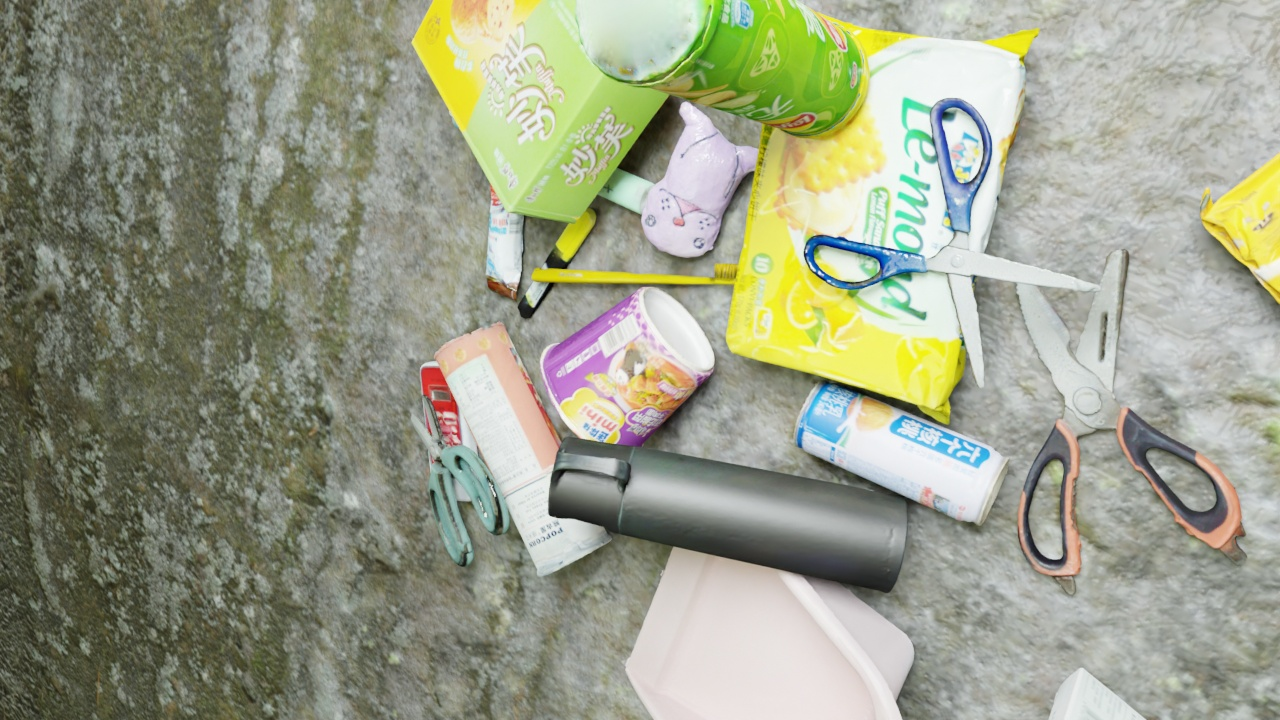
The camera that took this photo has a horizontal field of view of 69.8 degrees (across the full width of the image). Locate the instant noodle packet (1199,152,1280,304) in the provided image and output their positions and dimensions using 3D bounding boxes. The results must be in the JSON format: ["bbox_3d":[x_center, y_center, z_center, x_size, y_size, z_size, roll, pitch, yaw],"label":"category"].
[{"bbox_3d":[0.377,-0.083,0.471,0.111,0.044,0.129,50,125,6],"label":"instant noodle packet"}]

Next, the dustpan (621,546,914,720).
[{"bbox_3d":[0.084,0.249,0.676,0.273,0.138,0.223,27,114,25],"label":"dustpan"}]

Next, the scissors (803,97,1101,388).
[{"bbox_3d":[0.180,-0.070,0.539,0.173,0.012,0.162,15,106,29],"label":"scissors"}]

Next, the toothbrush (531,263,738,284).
[{"bbox_3d":[-0.005,-0.069,0.731,0.190,0.015,0.016,3,97,28],"label":"toothbrush"}]

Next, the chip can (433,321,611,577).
[{"bbox_3d":[-0.104,0.076,0.800,0.071,0.071,0.214,-32,82,33],"label":"chip can"}]

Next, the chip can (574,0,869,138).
[{"bbox_3d":[0.052,-0.164,0.480,0.073,0.220,0.072,4,97,32],"label":"chip can"}]

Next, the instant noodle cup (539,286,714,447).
[{"bbox_3d":[-0.004,0.004,0.706,0.099,0.111,0.111,-39,78,22],"label":"instant noodle cup"}]

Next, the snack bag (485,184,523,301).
[{"bbox_3d":[-0.119,-0.106,0.798,0.048,0.026,0.104,23,112,40],"label":"snack bag"}]

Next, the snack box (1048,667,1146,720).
[{"bbox_3d":[0.322,0.266,0.557,0.157,0.084,0.027,40,117,20],"label":"snack box"}]

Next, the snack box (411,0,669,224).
[{"bbox_3d":[-0.076,-0.231,0.687,0.158,0.070,0.210,-49,58,32],"label":"snack box"}]

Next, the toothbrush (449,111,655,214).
[{"bbox_3d":[-0.077,-0.170,0.757,0.224,0.026,0.027,29,145,25],"label":"toothbrush"}]

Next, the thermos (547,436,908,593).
[{"bbox_3d":[0.058,0.103,0.636,0.242,0.090,0.068,10,74,4],"label":"thermos"}]

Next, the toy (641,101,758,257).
[{"bbox_3d":[0.044,-0.124,0.682,0.084,0.038,0.108,31,115,1],"label":"toy"}]

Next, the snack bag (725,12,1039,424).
[{"bbox_3d":[0.151,-0.094,0.600,0.158,0.068,0.247,17,108,29],"label":"snack bag"}]

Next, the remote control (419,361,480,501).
[{"bbox_3d":[-0.183,0.068,0.880,0.056,0.020,0.136,3,101,32],"label":"remote control"}]

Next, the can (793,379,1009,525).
[{"bbox_3d":[0.176,0.062,0.626,0.135,0.053,0.053,24,112,27],"label":"can"}]

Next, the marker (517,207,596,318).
[{"bbox_3d":[-0.073,-0.081,0.782,0.018,0.015,0.124,45,123,10],"label":"marker"}]

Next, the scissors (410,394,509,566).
[{"bbox_3d":[-0.171,0.125,0.844,0.170,0.019,0.181,42,137,34],"label":"scissors"}]

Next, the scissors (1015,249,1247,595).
[{"bbox_3d":[0.287,0.046,0.575,0.226,0.015,0.189,45,120,18],"label":"scissors"}]
